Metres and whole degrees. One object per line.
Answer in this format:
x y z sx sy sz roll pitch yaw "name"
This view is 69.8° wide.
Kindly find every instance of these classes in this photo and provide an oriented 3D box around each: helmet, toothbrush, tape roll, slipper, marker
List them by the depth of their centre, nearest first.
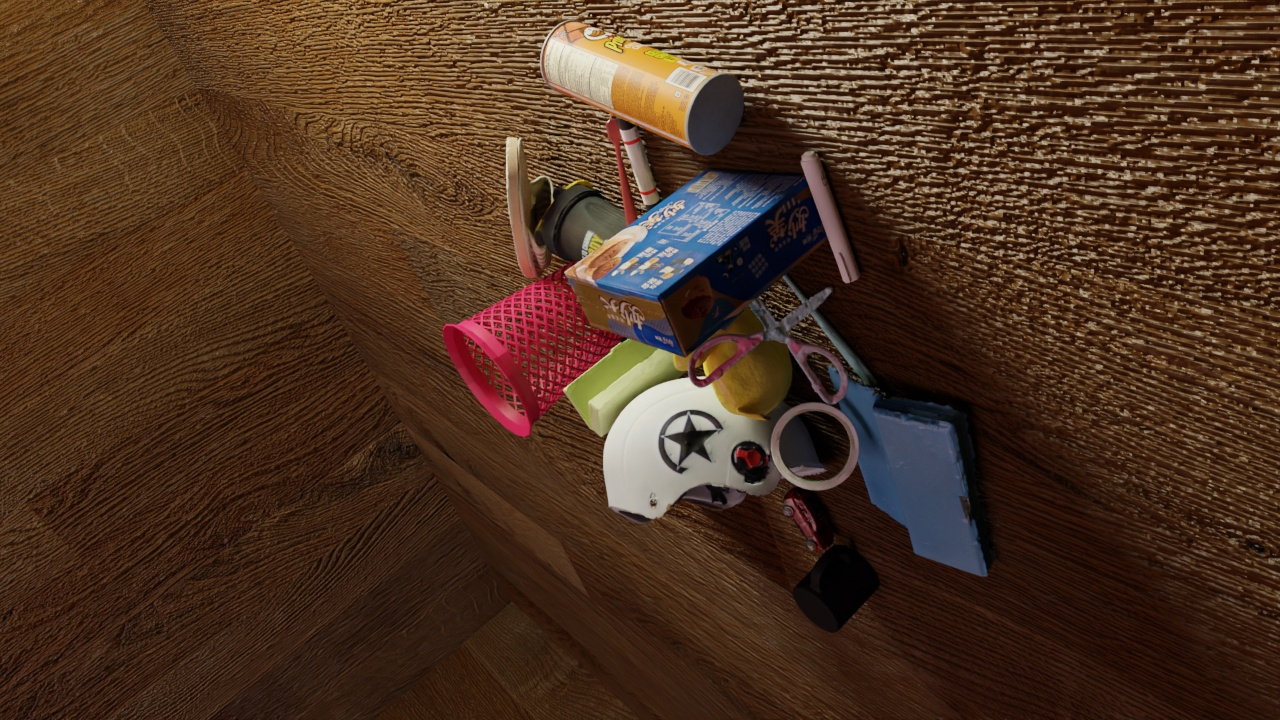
0.174 -0.131 0.845 0.017 0.020 0.133 -5 123 38 "marker"
0.187 -0.040 0.960 0.180 0.016 0.016 49 154 2 "toothbrush"
0.187 0.092 0.987 0.094 0.094 0.018 48 -173 9 "tape roll"
-0.004 -0.230 1.029 0.019 0.019 0.146 26 146 46 "marker"
-0.012 -0.178 1.037 0.016 0.016 0.190 -35 -66 -77 "toothbrush"
0.082 0.100 1.113 0.237 0.264 0.163 91 168 -79 "helmet"
-0.145 -0.197 1.224 0.054 0.114 0.273 3 160 3 "slipper"

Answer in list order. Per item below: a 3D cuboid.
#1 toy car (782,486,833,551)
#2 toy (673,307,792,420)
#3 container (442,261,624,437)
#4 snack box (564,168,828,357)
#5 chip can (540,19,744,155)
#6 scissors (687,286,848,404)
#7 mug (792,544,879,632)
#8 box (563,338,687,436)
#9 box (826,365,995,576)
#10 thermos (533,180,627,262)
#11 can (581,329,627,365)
0.225 0.210 1.217 0.036 0.042 0.091 -23 99 47 "toy car"
0.091 -0.025 0.994 0.214 0.148 0.084 45 136 -15 "toy"
-0.126 -0.036 1.271 0.183 0.225 0.183 41 155 24 "container"
0.054 -0.102 0.877 0.155 0.202 0.069 20 142 51 "snack box"
-0.003 -0.271 0.898 0.215 0.075 0.075 33 151 36 "chip can"
0.134 -0.011 0.930 0.172 0.170 0.013 51 -176 -10 "scissors"
0.257 0.293 1.220 0.078 0.087 0.114 28 147 43 "mug"
0.002 0.017 1.167 0.091 0.187 0.077 26 145 44 "box"
0.281 0.121 0.977 0.177 0.047 0.232 24 147 49 "box"
-0.030 -0.143 1.121 0.221 0.098 0.098 31 150 31 "thermos"
-0.033 0.011 1.397 0.130 0.044 0.130 41 154 24 "can"
